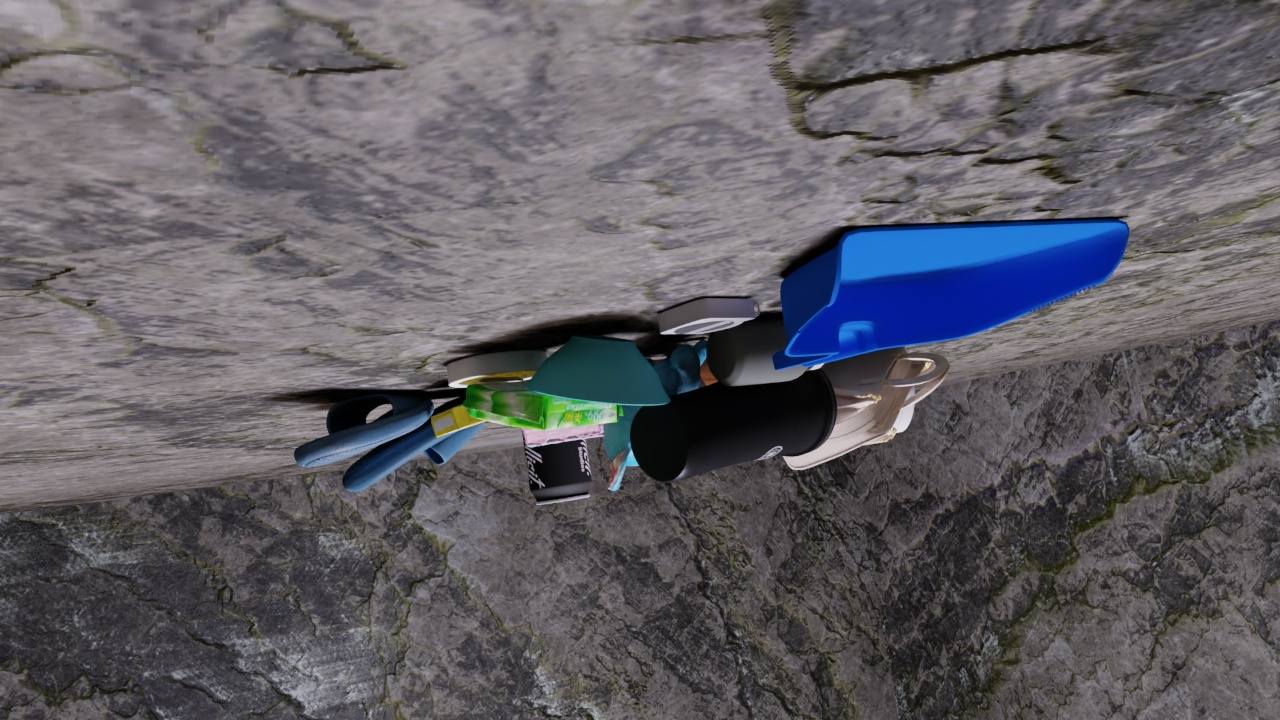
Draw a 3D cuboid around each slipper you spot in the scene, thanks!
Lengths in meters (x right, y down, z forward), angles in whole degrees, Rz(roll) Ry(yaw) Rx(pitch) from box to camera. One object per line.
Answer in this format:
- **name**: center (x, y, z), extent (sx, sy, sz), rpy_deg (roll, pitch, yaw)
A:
- **slipper**: center (-0.289, 0.065, 0.974), extent (0.104, 0.059, 0.213), rpy_deg (-20, -177, 12)
- **slipper**: center (-0.243, 0.097, 1.064), extent (0.213, 0.059, 0.104), rpy_deg (-32, -168, -29)

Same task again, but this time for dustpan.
- **dustpan**: center (0.176, -0.039, 0.688), extent (0.245, 0.059, 0.258), rpy_deg (-6, 174, -25)

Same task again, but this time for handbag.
- **handbag**: center (0.271, 0.032, 1.083), extent (0.198, 0.101, 0.194), rpy_deg (-20, -163, 40)

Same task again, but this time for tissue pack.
- **tissue pack**: center (-0.084, 0.036, 0.794), extent (0.100, 0.034, 0.113), rpy_deg (8, -173, 36)

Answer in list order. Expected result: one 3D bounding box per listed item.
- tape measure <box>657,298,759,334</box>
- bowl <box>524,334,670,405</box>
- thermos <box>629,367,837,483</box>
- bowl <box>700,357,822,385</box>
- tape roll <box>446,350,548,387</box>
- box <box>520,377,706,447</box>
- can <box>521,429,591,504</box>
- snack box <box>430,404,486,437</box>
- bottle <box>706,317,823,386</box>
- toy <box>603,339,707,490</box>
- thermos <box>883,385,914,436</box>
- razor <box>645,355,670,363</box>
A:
- **tape measure**: center (0.052, -0.035, 0.726), extent (0.064, 0.016, 0.065), rpy_deg (-2, 171, -41)
- **bowl**: center (-0.033, 0.004, 0.758), extent (0.121, 0.046, 0.121), rpy_deg (6, -175, -1)
- **thermos**: center (0.090, 0.057, 0.874), extent (0.106, 0.106, 0.218), rpy_deg (-15, 177, 44)
- **bowl**: center (0.138, 0.023, 1.044), extent (0.147, 0.069, 0.147), rpy_deg (-5, 178, 0)
- **tape roll**: center (-0.131, 0.008, 0.847), extent (0.094, 0.019, 0.094), rpy_deg (-9, 174, -1)
- **box**: center (-0.027, 0.050, 1.099), extent (0.233, 0.041, 0.098), rpy_deg (-10, -148, -3)
- **can**: center (-0.110, 0.108, 1.183), extent (0.080, 0.146, 0.080), rpy_deg (-9, 174, -1)
- **snack box**: center (-0.148, 0.047, 1.011), extent (0.152, 0.025, 0.075), rpy_deg (-18, 179, -32)
- **bottle**: center (0.118, -0.009, 0.844), extent (0.108, 0.060, 0.060), rpy_deg (-5, 173, -30)
- **toy**: center (0.009, 0.038, 0.933), extent (0.115, 0.183, 0.181), rpy_deg (31, 154, 12)
- **thermos**: center (0.252, 0.044, 1.271), extent (0.222, 0.131, 0.131), rpy_deg (0, 173, -5)
- **razor**: center (-0.006, 0.006, 1.008), extent (0.140, 0.018, 0.044), rpy_deg (-2, 135, -29)
